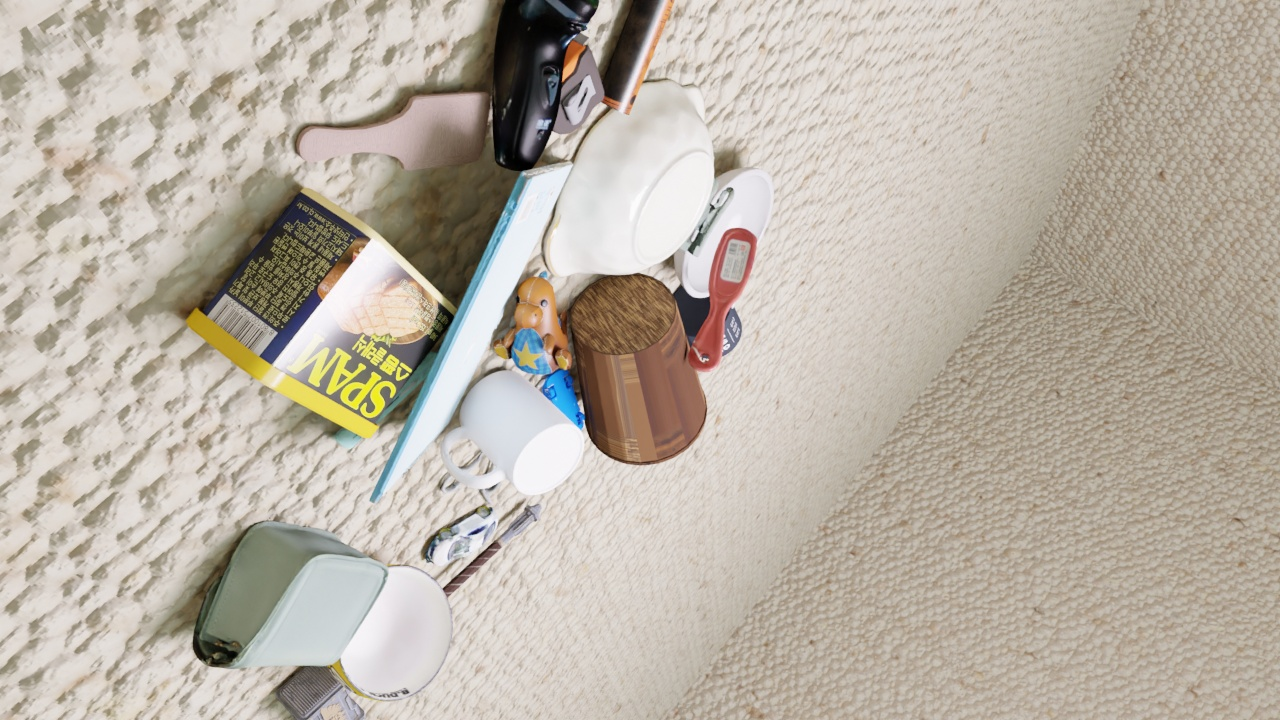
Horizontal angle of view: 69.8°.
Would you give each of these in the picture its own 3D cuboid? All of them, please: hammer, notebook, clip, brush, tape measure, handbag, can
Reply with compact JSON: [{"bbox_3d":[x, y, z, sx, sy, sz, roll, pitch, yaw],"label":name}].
[{"bbox_3d":[-0.215,0.251,0.936,0.321,0.044,0.099,-41,153,-32],"label":"hammer"},{"bbox_3d":[-0.120,-0.030,0.685,0.254,0.009,0.181,-62,-177,15],"label":"notebook"},{"bbox_3d":[0.061,-0.138,0.884,0.042,0.023,0.076,23,105,-30],"label":"clip"},{"bbox_3d":[0.044,-0.331,0.666,0.137,0.035,0.315,-17,137,-56],"label":"hammer"},{"bbox_3d":[-0.152,-0.141,0.569,0.135,0.015,0.050,-21,139,-44],"label":"brush"},{"bbox_3d":[-0.054,-0.192,0.655,0.058,0.038,0.058,-49,156,-14],"label":"tape measure"},{"bbox_3d":[-0.269,0.184,0.708,0.106,0.067,0.122,-62,158,-6],"label":"handbag"},{"bbox_3d":[-0.190,-0.026,0.573,0.104,0.075,0.135,-54,157,-9],"label":"can"},{"bbox_3d":[0.081,-0.057,0.915,0.030,0.041,0.172,90,16,-62],"label":"brush"}]

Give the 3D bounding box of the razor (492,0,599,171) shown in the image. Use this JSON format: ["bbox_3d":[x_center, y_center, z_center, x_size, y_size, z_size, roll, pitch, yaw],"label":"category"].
[{"bbox_3d":[-0.063,-0.191,0.596,0.052,0.064,0.141,-14,123,-51],"label":"razor"}]

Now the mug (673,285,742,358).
[{"bbox_3d":[0.061,-0.039,1.058,0.105,0.071,0.077,-28,157,5],"label":"mug"}]

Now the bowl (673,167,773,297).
[{"bbox_3d":[0.079,-0.141,0.971,0.149,0.043,0.150,-39,149,-29],"label":"bowl"}]

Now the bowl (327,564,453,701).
[{"bbox_3d":[-0.236,0.243,0.826,0.117,0.068,0.117,13,72,-45],"label":"bowl"}]

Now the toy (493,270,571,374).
[{"bbox_3d":[-0.084,-0.039,0.811,0.102,0.071,0.090,-62,158,-54],"label":"toy"}]

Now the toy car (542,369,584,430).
[{"bbox_3d":[-0.092,0.050,0.943,0.033,0.062,0.092,-35,120,-37],"label":"toy car"}]

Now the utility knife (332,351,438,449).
[{"bbox_3d":[-0.177,0.009,0.725,0.165,0.015,0.022,-47,155,-26],"label":"utility knife"}]

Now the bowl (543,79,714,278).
[{"bbox_3d":[0.009,-0.146,0.812,0.219,0.060,0.188,-48,156,-16],"label":"bowl"}]

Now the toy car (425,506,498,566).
[{"bbox_3d":[-0.178,0.181,0.930,0.089,0.027,0.039,-27,146,-48],"label":"toy car"}]

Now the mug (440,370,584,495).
[{"bbox_3d":[-0.120,0.070,0.802,0.110,0.090,0.074,-27,136,-28],"label":"mug"}]

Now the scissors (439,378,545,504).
[{"bbox_3d":[-0.137,0.085,0.899,0.141,0.014,0.158,-44,155,-17],"label":"scissors"}]

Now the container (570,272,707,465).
[{"bbox_3d":[-0.006,0.005,0.915,0.132,0.132,0.167,-45,149,-23],"label":"container"}]
